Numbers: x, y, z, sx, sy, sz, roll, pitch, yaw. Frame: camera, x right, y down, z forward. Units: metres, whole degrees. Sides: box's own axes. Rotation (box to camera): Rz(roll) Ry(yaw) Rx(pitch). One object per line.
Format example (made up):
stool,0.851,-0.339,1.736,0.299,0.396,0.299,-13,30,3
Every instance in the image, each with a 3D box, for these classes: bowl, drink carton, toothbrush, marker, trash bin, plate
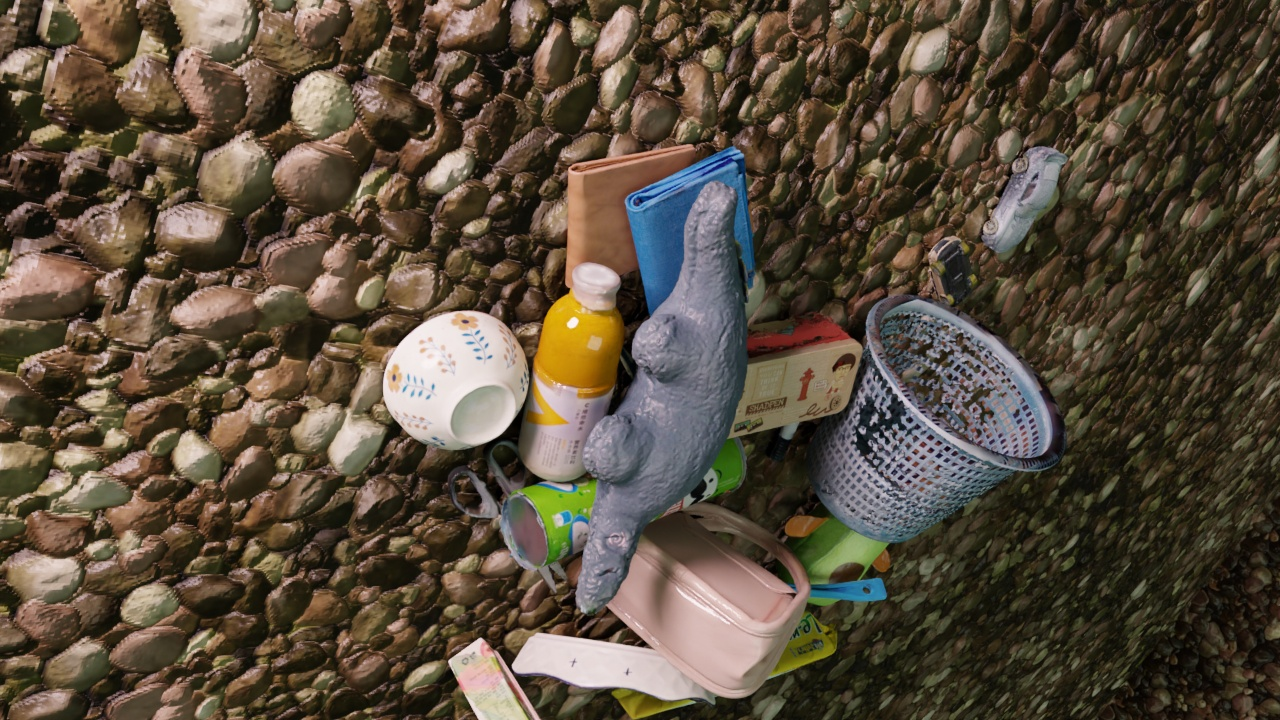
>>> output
bowl,-0.133,0.026,0.701,0.113,0.062,0.114,-19,132,-23
drink carton,-0.133,0.330,0.882,0.045,0.122,0.053,-37,135,-11
toothbrush,-0.005,0.005,0.815,0.018,0.016,0.192,-45,137,-16
marker,0.164,0.053,0.976,0.022,0.018,0.131,2,121,-27
trash bin,0.282,0.078,0.954,0.226,0.226,0.196,-3,140,-36
plate,-0.025,0.307,0.918,0.204,0.205,0.045,29,64,-46

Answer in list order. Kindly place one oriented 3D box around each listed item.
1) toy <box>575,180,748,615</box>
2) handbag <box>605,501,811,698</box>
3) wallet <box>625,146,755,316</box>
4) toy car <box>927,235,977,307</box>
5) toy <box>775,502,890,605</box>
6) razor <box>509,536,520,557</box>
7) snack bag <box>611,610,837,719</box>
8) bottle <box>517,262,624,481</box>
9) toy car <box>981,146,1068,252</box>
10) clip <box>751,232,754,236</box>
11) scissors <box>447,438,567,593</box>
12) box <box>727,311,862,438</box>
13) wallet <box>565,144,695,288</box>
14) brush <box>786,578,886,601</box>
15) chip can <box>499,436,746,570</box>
toy,0.024,0.036,0.736,0.137,0.091,0.357,-5,117,-63
handbag,0.085,0.212,0.918,0.233,0.193,0.093,-13,131,-55
wallet,0.045,-0.097,0.742,0.106,0.040,0.133,-27,140,-11
toy car,0.328,-0.095,0.976,0.042,0.035,0.090,-41,136,-7
toy,0.235,0.226,1.106,0.226,0.090,0.247,26,108,-45
razor,-0.065,0.150,0.873,0.142,0.022,0.043,-7,109,-38
snack bag,0.106,0.354,1.084,0.246,0.068,0.158,2,151,-39
bottle,-0.053,0.012,0.736,0.067,0.068,0.190,-9,131,-32
toy car,0.411,-0.171,0.983,0.054,0.037,0.121,-2,125,-36
clip,0.075,-0.108,0.792,0.056,0.014,0.041,3,119,-39
scissors,-0.102,0.139,0.816,0.172,0.014,0.145,19,94,-37
box,0.116,0.008,0.873,0.168,0.079,0.091,-11,128,-23
wallet,-0.008,-0.114,0.722,0.115,0.020,0.101,-19,133,-28
brush,0.157,0.254,1.026,0.254,0.083,0.046,5,139,-14
chip can,-0.010,0.119,0.834,0.235,0.072,0.072,-15,129,-37
